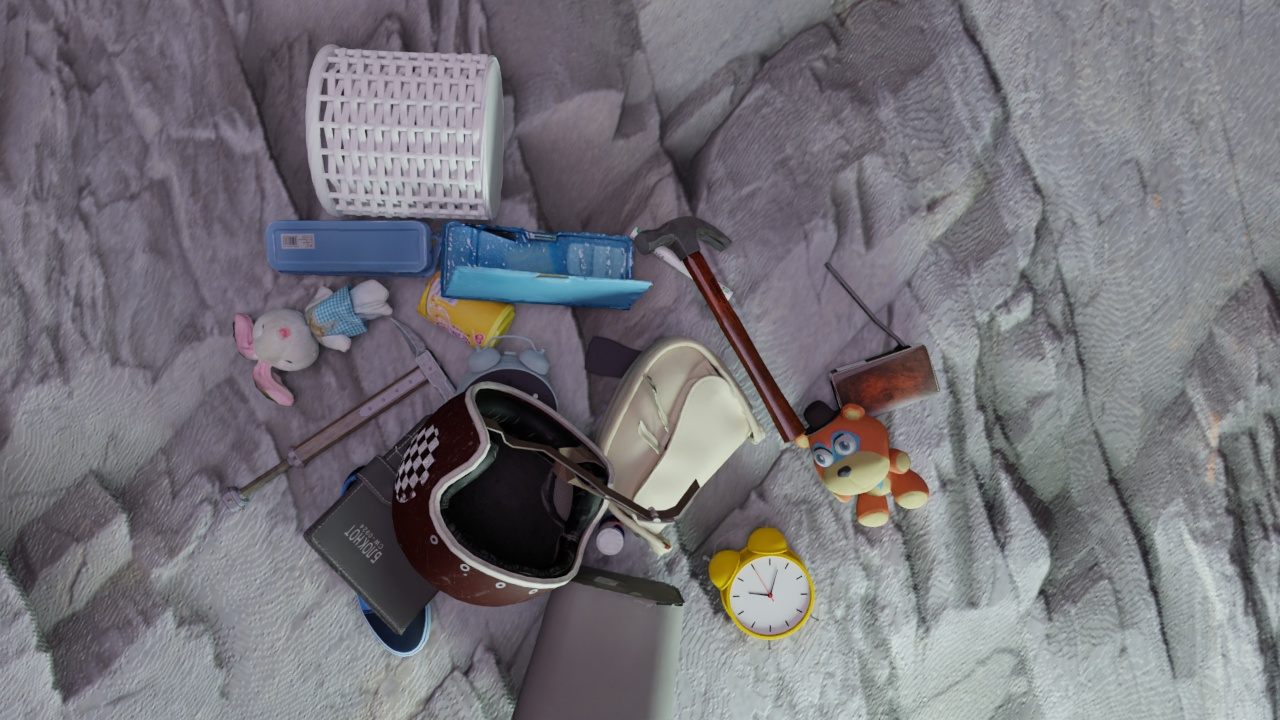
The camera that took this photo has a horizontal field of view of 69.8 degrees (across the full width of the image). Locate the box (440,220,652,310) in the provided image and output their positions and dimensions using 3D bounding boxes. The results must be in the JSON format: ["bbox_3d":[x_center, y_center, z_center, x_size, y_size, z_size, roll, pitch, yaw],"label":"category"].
[{"bbox_3d":[-0.107,-0.112,1.058,0.231,0.110,0.094,4,87,-19],"label":"box"}]

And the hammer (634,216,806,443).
[{"bbox_3d":[0.111,-0.038,1.097,0.110,0.028,0.300,-26,83,-32],"label":"hammer"}]

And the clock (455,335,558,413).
[{"bbox_3d":[-0.160,0.044,1.098,0.122,0.045,0.159,2,113,-14],"label":"clock"}]

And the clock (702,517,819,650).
[{"bbox_3d":[0.151,0.274,1.135,0.113,0.052,0.152,-31,96,0],"label":"clock"}]

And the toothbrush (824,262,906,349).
[{"bbox_3d":[0.287,-0.060,1.147,0.013,0.013,0.167,-41,92,0],"label":"toothbrush"}]

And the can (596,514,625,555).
[{"bbox_3d":[-0.035,0.209,1.106,0.032,0.095,0.032,0,91,0],"label":"can"}]

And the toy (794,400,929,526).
[{"bbox_3d":[0.263,0.119,1.112,0.112,0.096,0.176,-39,88,37],"label":"toy"}]

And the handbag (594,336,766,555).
[{"bbox_3d":[0.036,0.097,1.083,0.184,0.132,0.229,41,90,-7],"label":"handbag"}]

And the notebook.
[{"bbox_3d":[-0.263,0.184,1.069,0.169,0.030,0.208,52,52,-16],"label":"notebook"}]

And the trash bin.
[{"bbox_3d":[-0.047,0.367,1.070,0.197,0.197,0.220,12,85,-1],"label":"trash bin"}]

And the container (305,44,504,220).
[{"bbox_3d":[-0.258,-0.255,1.044,0.187,0.189,0.189,2,91,-3],"label":"container"}]

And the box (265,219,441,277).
[{"bbox_3d":[-0.340,-0.133,1.100,0.210,0.064,0.069,2,97,12],"label":"box"}]

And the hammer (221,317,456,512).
[{"bbox_3d":[-0.381,0.086,1.130,0.317,0.028,0.147,-33,93,-1],"label":"hammer"}]

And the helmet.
[{"bbox_3d":[-0.137,0.142,0.993,0.233,0.234,0.254,24,106,-41],"label":"helmet"}]

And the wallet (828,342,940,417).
[{"bbox_3d":[0.302,0.029,1.139,0.123,0.019,0.072,-19,100,4],"label":"wallet"}]

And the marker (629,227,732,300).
[{"bbox_3d":[0.051,-0.119,1.139,0.145,0.017,0.017,33,90,-2],"label":"marker"}]

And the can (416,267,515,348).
[{"bbox_3d":[-0.211,-0.060,1.110,0.105,0.067,0.067,30,90,-2],"label":"can"}]

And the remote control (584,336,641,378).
[{"bbox_3d":[-0.007,0.007,1.144,0.124,0.009,0.046,16,90,-4],"label":"remote control"}]

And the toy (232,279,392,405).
[{"bbox_3d":[-0.390,-0.031,1.090,0.205,0.105,0.131,-25,95,1],"label":"toy"}]

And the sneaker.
[{"bbox_3d":[-0.316,0.247,1.100,0.083,0.098,0.241,-12,92,1],"label":"sneaker"}]
